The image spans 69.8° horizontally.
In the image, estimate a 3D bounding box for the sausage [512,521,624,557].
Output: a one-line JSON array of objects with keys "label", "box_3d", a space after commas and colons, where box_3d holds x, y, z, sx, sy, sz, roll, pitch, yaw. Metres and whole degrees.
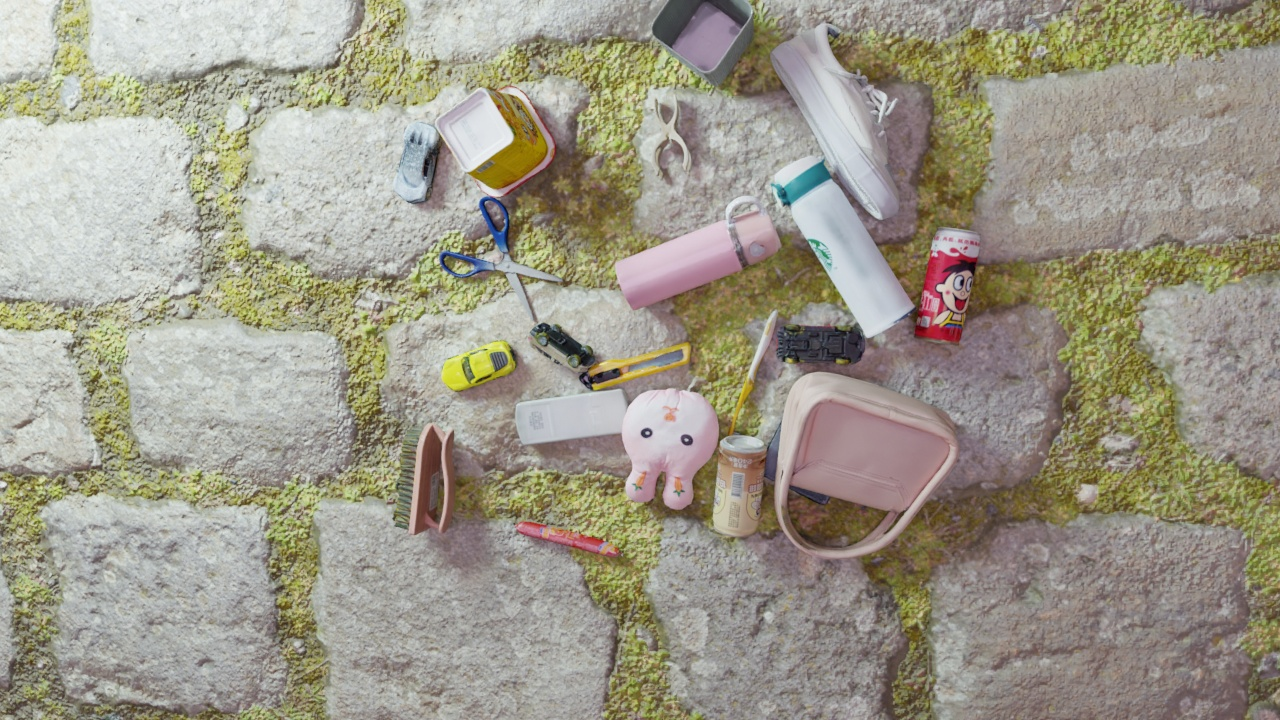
[{"label": "sausage", "box_3d": [-0.095, 0.235, 1.212, 0.156, 0.020, 0.020, 13, 98, 9]}]

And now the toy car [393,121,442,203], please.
[{"label": "toy car", "box_3d": [-0.290, -0.256, 1.191, 0.049, 0.031, 0.105, 15, 99, 9]}]

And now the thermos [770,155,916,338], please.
[{"label": "thermos", "box_3d": [0.236, -0.137, 1.087, 0.073, 0.073, 0.224, -32, 89, 12]}]

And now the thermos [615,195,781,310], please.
[{"label": "thermos", "box_3d": [0.067, -0.132, 1.113, 0.199, 0.067, 0.087, -21, 127, 13]}]

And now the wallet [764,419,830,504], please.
[{"label": "wallet", "box_3d": [0.213, 0.109, 1.143, 0.097, 0.019, 0.121, 26, 101, 6]}]

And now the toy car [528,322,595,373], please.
[{"label": "toy car", "box_3d": [-0.100, -0.014, 1.176, 0.090, 0.042, 0.035, 32, 124, 11]}]

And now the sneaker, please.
[{"label": "sneaker", "box_3d": [0.249, -0.280, 1.065, 0.091, 0.089, 0.242, -30, 84, 7]}]

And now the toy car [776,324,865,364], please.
[{"label": "toy car", "box_3d": [0.220, -0.020, 1.120, 0.106, 0.031, 0.049, 1, 97, 12]}]

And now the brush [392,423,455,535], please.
[{"label": "brush", "box_3d": [-0.281, 0.155, 1.217, 0.073, 0.063, 0.145, 9, 96, 13]}]

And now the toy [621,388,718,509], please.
[{"label": "toy", "box_3d": [0.035, 0.113, 1.160, 0.121, 0.054, 0.159, 8, 104, 4]}]

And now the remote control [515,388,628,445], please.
[{"label": "remote control", "box_3d": [-0.088, 0.074, 1.192, 0.150, 0.021, 0.058, -8, 95, 11]}]

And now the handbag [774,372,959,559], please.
[{"label": "handbag", "box_3d": [0.251, 0.141, 1.102, 0.193, 0.093, 0.234, 16, 110, -2]}]

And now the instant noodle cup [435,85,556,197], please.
[{"label": "instant noodle cup", "box_3d": [-0.182, -0.272, 1.121, 0.116, 0.123, 0.116, -32, 89, 12]}]

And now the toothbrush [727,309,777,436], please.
[{"label": "toothbrush", "box_3d": [0.141, 0.027, 1.148, 0.018, 0.016, 0.191, 18, 99, -3]}]

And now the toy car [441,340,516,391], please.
[{"label": "toy car", "box_3d": [-0.215, 0.009, 1.204, 0.105, 0.032, 0.048, -19, 92, 13]}]

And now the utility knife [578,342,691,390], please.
[{"label": "utility knife", "box_3d": [-0.007, 0.007, 1.173, 0.154, 0.015, 0.033, -16, 95, 12]}]

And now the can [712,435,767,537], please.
[{"label": "can", "box_3d": [0.123, 0.155, 1.138, 0.058, 0.058, 0.116, 6, 104, 10]}]

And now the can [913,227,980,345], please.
[{"label": "can", "box_3d": [0.360, -0.087, 1.076, 0.053, 0.053, 0.133, 11, 98, 9]}]

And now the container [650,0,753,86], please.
[{"label": "container", "box_3d": [0.077, -0.381, 1.067, 0.090, 0.114, 0.090, 38, 101, 5]}]

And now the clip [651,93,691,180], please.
[{"label": "clip", "box_3d": [0.049, -0.272, 1.126, 0.084, 0.034, 0.104, 12, 90, 12]}]

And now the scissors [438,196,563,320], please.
[{"label": "scissors", "box_3d": [-0.184, -0.132, 1.194, 0.162, 0.012, 0.175, -7, 96, 10]}]
